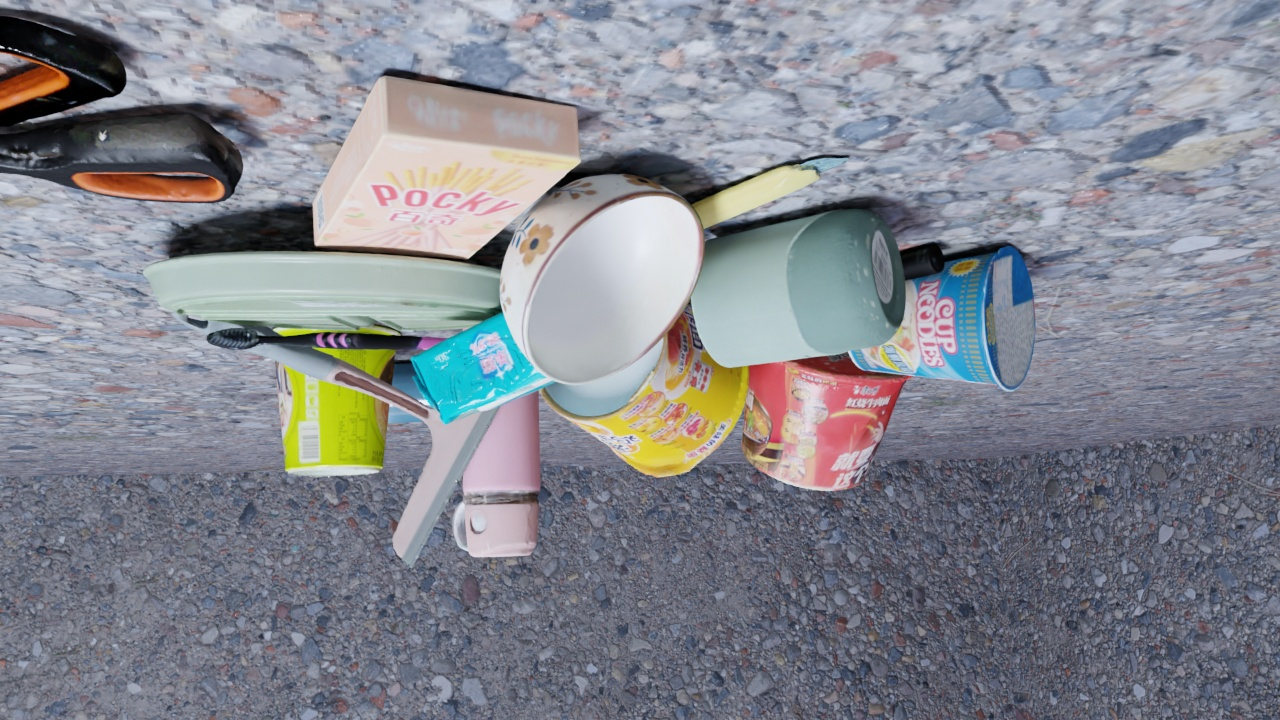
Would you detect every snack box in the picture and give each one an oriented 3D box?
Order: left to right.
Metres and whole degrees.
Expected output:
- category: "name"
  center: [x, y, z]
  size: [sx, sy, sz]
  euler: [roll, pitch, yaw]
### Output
- category: "snack box"
  center: [-0.098, -0.083, 0.432]
  size: [0.084, 0.026, 0.158]
  euler: [1, 170, -28]

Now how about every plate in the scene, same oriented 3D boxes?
- category: "plate"
  center: [-0.186, -0.039, 0.584]
  size: [0.230, 0.027, 0.230]
  euler: [-1, 178, 0]

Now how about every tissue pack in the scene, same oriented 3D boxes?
- category: "tissue pack"
  center: [-0.069, -0.007, 0.583]
  size: [0.134, 0.050, 0.093]
  euler: [-24, 178, 24]

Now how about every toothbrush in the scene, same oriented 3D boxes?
- category: "toothbrush"
  center: [-0.209, -0.015, 0.662]
  size: [0.189, 0.014, 0.018]
  euler: [1, 168, -32]

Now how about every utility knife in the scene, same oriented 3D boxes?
- category: "utility knife"
  center: [0.040, -0.080, 0.505]
  size: [0.030, 0.018, 0.167]
  euler: [2, 171, -45]

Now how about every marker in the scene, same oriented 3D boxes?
- category: "marker"
  center: [0.151, -0.059, 0.649]
  size: [0.132, 0.020, 0.022]
  euler: [-11, 137, 47]

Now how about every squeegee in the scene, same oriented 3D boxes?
- category: "squeegee"
  center: [-0.239, 0.011, 0.724]
  size: [0.249, 0.248, 0.040]
  euler: [27, -168, -20]

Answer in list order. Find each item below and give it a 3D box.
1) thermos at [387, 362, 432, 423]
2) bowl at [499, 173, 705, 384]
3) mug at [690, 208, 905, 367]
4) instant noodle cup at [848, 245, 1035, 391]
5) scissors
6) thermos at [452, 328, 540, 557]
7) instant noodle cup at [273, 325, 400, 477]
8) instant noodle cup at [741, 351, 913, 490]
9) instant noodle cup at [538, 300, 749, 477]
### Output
- category: "thermos"
  center: [-0.226, 0.034, 0.952]
  size: [0.220, 0.070, 0.070]
  euler: [-2, 170, 1]
- category: "bowl"
  center: [-0.028, -0.050, 0.478]
  size: [0.113, 0.114, 0.062]
  euler: [10, -154, -50]
- category: "mug"
  center: [0.101, -0.048, 0.554]
  size: [0.107, 0.082, 0.111]
  euler: [-9, -162, 32]
- category: "instant noodle cup"
  center: [0.208, -0.027, 0.650]
  size: [0.110, 0.099, 0.099]
  euler: [-2, 173, 41]
- category: "scissors"
  center: [-0.280, -0.095, 0.365]
  size: [0.229, 0.021, 0.190]
  euler: [6, 164, -14]
- category: "thermos"
  center: [-0.126, 0.068, 0.789]
  size: [0.087, 0.198, 0.067]
  euler: [-7, 170, 36]
- category: "instant noodle cup"
  center: [-0.265, 0.038, 0.798]
  size: [0.111, 0.123, 0.112]
  euler: [-2, 170, -1]
- category: "instant noodle cup"
  center: [0.148, 0.036, 0.758]
  size: [0.138, 0.109, 0.137]
  euler: [8, -158, -3]
- category: "instant noodle cup"
  center: [-0.004, 0.004, 0.667]
  size: [0.138, 0.138, 0.109]
  euler: [-8, 161, 28]
